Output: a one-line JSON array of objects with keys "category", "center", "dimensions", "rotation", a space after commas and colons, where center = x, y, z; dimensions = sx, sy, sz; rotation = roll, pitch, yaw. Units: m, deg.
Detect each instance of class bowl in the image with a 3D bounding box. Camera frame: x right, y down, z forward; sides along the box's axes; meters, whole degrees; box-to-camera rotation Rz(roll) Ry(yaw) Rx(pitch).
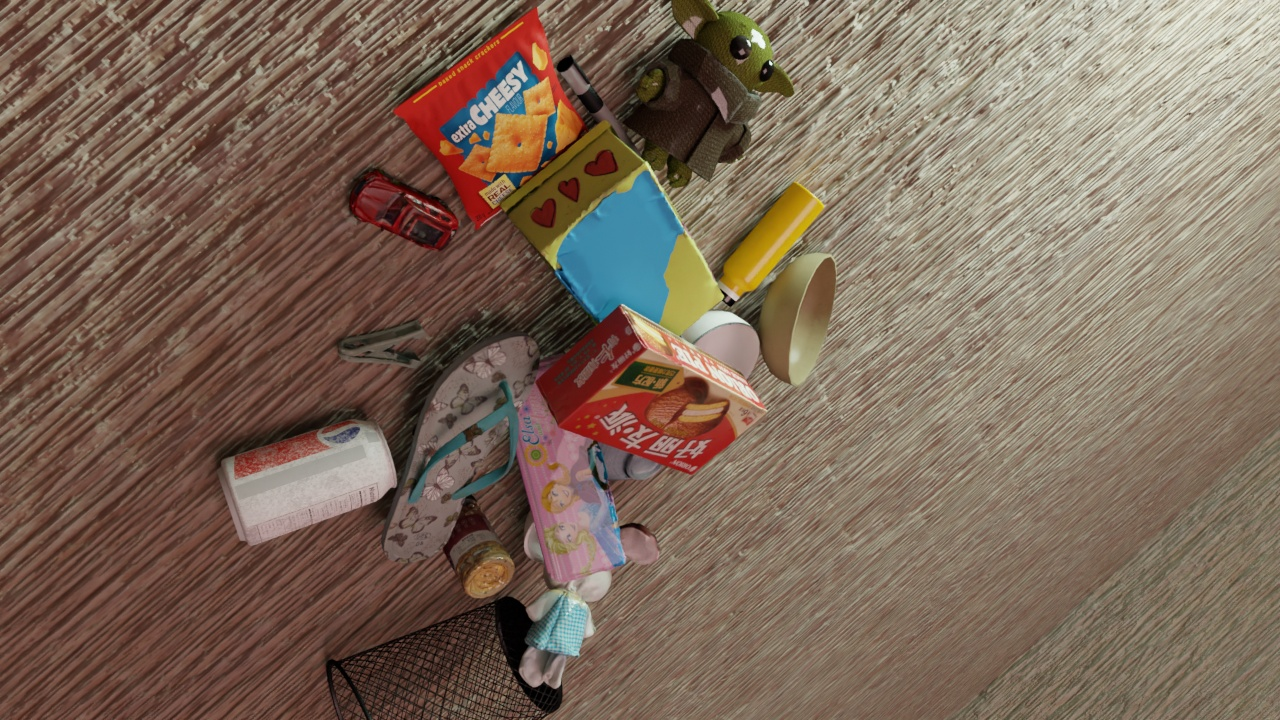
[{"category": "bowl", "center": [0.171, -0.050, 1.033], "dimensions": [0.151, 0.050, 0.152], "rotation": [-45, 143, -48]}, {"category": "bowl", "center": [0.068, -0.009, 1.003], "dimensions": [0.113, 0.063, 0.114], "rotation": [-21, 134, -23]}, {"category": "bowl", "center": [-0.005, 0.098, 1.041], "dimensions": [0.136, 0.057, 0.137], "rotation": [-20, 134, -23]}, {"category": "bowl", "center": [-0.091, 0.179, 1.053], "dimensions": [0.109, 0.040, 0.110], "rotation": [-20, 136, -22]}]

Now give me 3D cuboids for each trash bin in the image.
[{"category": "trash bin", "center": [-0.214, 0.375, 1.029], "dimensions": [0.209, 0.184, 0.184], "rotation": [-20, 134, -32]}]

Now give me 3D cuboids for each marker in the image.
[{"category": "marker", "center": [-0.029, -0.208, 0.799], "dimensions": [0.016, 0.016, 0.140], "rotation": [-44, 139, 1]}]

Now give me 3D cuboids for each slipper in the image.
[{"category": "slipper", "center": [-0.171, 0.093, 0.855], "dimensions": [0.098, 0.054, 0.269], "rotation": [13, 115, -43]}]

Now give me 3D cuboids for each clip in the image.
[{"category": "clip", "center": [-0.229, -0.011, 0.805], "dimensions": [0.076, 0.023, 0.059], "rotation": [-6, 126, -37]}]

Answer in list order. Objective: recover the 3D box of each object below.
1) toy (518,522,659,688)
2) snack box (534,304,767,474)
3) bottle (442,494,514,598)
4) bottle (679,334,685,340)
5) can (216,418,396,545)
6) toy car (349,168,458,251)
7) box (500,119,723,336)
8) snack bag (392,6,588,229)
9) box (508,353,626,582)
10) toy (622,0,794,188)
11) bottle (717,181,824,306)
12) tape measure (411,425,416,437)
[{"category": "toy", "center": [-0.074, 0.262, 1.018], "dimensions": [0.131, 0.106, 0.205], "rotation": [24, 78, -10]}, {"category": "snack box", "center": [0.018, 0.036, 0.895], "dimensions": [0.113, 0.060, 0.236], "rotation": [-41, 145, 16]}, {"category": "bottle", "center": [-0.176, 0.189, 0.948], "dimensions": [0.056, 0.105, 0.056], "rotation": [-21, 134, -23]}, {"category": "bottle", "center": [-0.006, 0.005, 0.929], "dimensions": [0.113, 0.030, 0.030], "rotation": [-30, 139, 7]}, {"category": "can", "center": [-0.292, 0.104, 0.808], "dimensions": [0.136, 0.078, 0.078], "rotation": [-18, 133, -25]}, {"category": "toy car", "center": [-0.190, -0.118, 0.738], "dimensions": [0.091, 0.036, 0.042], "rotation": [26, 107, -41]}, {"category": "box", "center": [-0.019, -0.098, 0.838], "dimensions": [0.124, 0.081, 0.221], "rotation": [-42, 143, 0]}, {"category": "snack bag", "center": [-0.111, -0.188, 0.732], "dimensions": [0.130, 0.039, 0.144], "rotation": [-38, 147, -6]}, {"category": "box", "center": [-0.080, 0.109, 0.936], "dimensions": [0.084, 0.053, 0.230], "rotation": [-15, 104, -7]}, {"category": "toy", "center": [0.056, -0.227, 0.800], "dimensions": [0.179, 0.078, 0.153], "rotation": [24, 105, -43]}, {"category": "bottle", "center": [0.132, -0.120, 0.975], "dimensions": [0.144, 0.043, 0.043], "rotation": [-50, 138, 8]}, {"category": "tape measure", "center": [-0.187, 0.071, 0.893], "dimensions": [0.065, 0.037, 0.064], "rotation": [-43, 139, -4]}]
